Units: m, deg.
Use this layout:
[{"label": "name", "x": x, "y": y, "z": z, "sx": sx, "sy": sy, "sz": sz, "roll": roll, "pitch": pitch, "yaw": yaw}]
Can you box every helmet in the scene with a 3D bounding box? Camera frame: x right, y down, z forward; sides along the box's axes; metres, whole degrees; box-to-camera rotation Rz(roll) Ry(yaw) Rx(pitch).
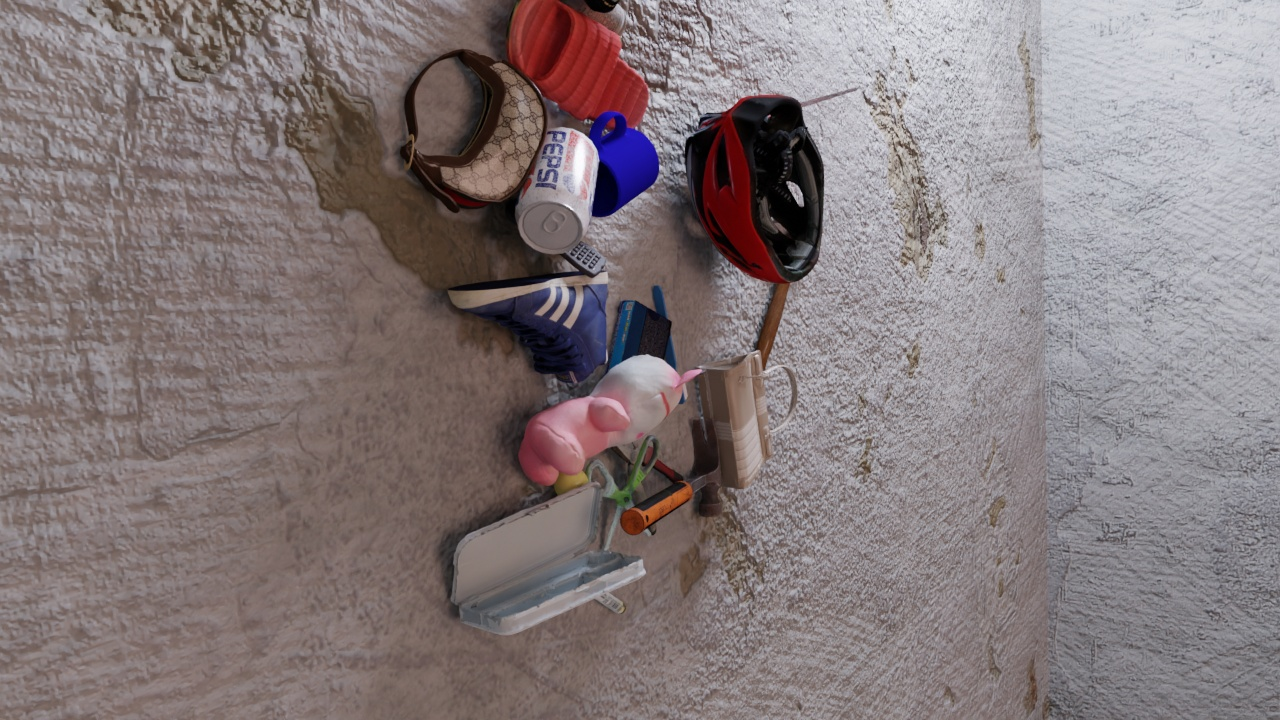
[{"label": "helmet", "x": 0.166, "y": -0.227, "z": 1.256, "sx": 0.216, "sy": 0.167, "sz": 0.272, "roll": -58, "pitch": 133, "yaw": -33}]

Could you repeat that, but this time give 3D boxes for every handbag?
[{"label": "handbag", "x": 0.173, "y": 0.070, "z": 1.351, "sx": 0.197, "sy": 0.062, "sz": 0.176, "roll": -23, "pitch": 109, "yaw": -45}, {"label": "handbag", "x": -0.173, "y": -0.230, "z": 0.921, "sx": 0.138, "sy": 0.063, "sz": 0.166, "roll": 34, "pitch": 68, "yaw": -29}]

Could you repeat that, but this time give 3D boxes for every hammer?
[{"label": "hammer", "x": 0.045, "y": 0.157, "z": 1.155, "sx": 0.313, "sy": 0.035, "sz": 0.138, "roll": -9, "pitch": 97, "yaw": -69}, {"label": "hammer", "x": 0.218, "y": -0.100, "z": 1.441, "sx": 0.115, "sy": 0.033, "sz": 0.322, "roll": 43, "pitch": 59, "yaw": -46}]

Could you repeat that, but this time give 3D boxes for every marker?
[{"label": "marker", "x": -0.061, "y": 0.275, "z": 1.107, "sx": 0.146, "sy": 0.017, "sz": 0.017, "roll": 47, "pitch": 56, "yaw": -42}]

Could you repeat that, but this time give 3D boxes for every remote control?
[{"label": "remote control", "x": -0.092, "y": -0.135, "z": 0.995, "sx": 0.124, "sy": 0.009, "sz": 0.046, "roll": 35, "pitch": 36, "yaw": -4}]

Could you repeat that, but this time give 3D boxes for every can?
[{"label": "can", "x": -0.087, "y": -0.180, "z": 0.970, "sx": 0.078, "sy": 0.078, "sz": 0.135, "roll": 55, "pitch": 26, "yaw": -38}, {"label": "can", "x": -0.076, "y": -0.407, "z": 1.030, "sx": 0.135, "sy": 0.054, "sz": 0.054, "roll": 19, "pitch": 76, "yaw": -51}]

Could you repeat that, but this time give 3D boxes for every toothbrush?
[{"label": "toothbrush", "x": 0.039, "y": -0.021, "z": 1.225, "sx": 0.014, "sy": 0.016, "sz": 0.167, "roll": -30, "pitch": 114, "yaw": -48}, {"label": "toothbrush", "x": 0.228, "y": -0.369, "z": 1.319, "sx": 0.010, "sy": 0.182, "sz": 0.010, "roll": 25, "pitch": 66, "yaw": -46}]

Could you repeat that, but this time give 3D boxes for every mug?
[{"label": "mug", "x": -0.034, "y": -0.233, "z": 1.062, "sx": 0.083, "sy": 0.079, "sz": 0.111, "roll": -44, "pitch": 143, "yaw": -42}]

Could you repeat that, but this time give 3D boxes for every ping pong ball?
[{"label": "ping pong ball", "x": -0.080, "y": 0.143, "z": 1.058, "sx": 0.040, "sy": 0.040, "sz": 0.040, "roll": -3, "pitch": 93, "yaw": -52}]

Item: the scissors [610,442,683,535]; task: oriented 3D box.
[{"label": "scissors", "x": 0.006, "y": 0.145, "z": 1.172, "sx": 0.186, "sy": 0.015, "sz": 0.179, "roll": -12, "pitch": 108, "yaw": -53}]

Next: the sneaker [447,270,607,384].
[{"label": "sneaker", "x": -0.112, "y": -0.027, "z": 0.978, "sx": 0.232, "sy": 0.092, "sz": 0.118, "roll": -19, "pitch": 109, "yaw": -59}]

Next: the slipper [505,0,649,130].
[{"label": "slipper", "x": -0.056, "y": -0.323, "z": 1.033, "sx": 0.248, "sy": 0.059, "sz": 0.103, "roll": 21, "pitch": 97, "yaw": -56}]

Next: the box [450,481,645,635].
[{"label": "box", "x": -0.104, "y": 0.198, "z": 0.981, "sx": 0.215, "sy": 0.107, "sz": 0.124, "roll": -11, "pitch": 93, "yaw": -47}]

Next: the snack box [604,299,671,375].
[{"label": "snack box", "x": -0.007, "y": 0.007, "z": 1.157, "sx": 0.082, "sy": 0.027, "sz": 0.150, "roll": 27, "pitch": 71, "yaw": -47}]

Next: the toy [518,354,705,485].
[{"label": "toy", "x": -0.036, "y": 0.059, "z": 1.024, "sx": 0.212, "sy": 0.142, "sz": 0.084, "roll": -30, "pitch": 89, "yaw": -28}]

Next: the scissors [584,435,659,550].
[{"label": "scissors", "x": -0.025, "y": 0.168, "z": 1.125, "sx": 0.167, "sy": 0.023, "sz": 0.171, "roll": 21, "pitch": 89, "yaw": -53}]

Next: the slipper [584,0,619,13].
[{"label": "slipper", "x": -0.021, "y": -0.475, "z": 1.034, "sx": 0.113, "sy": 0.076, "sz": 0.267, "roll": 50, "pitch": 33, "yaw": -27}]
